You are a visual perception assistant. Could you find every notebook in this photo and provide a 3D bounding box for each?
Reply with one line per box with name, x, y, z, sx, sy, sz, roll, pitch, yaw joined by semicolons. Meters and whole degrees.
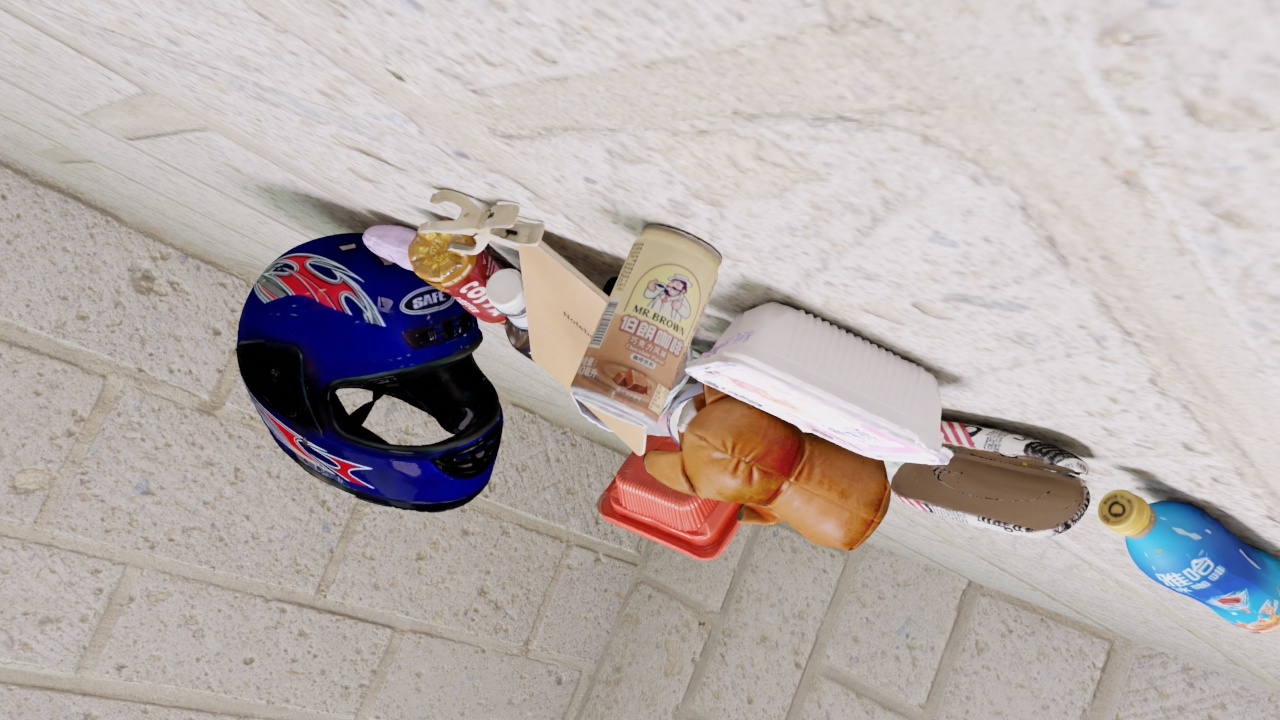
notebook;-0.046;-0.009;0.767;0.148;0.008;0.208;40;157;17

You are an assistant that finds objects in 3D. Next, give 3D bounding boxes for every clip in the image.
clip;-0.114;-0.099;0.700;0.105;0.034;0.081;11;165;23

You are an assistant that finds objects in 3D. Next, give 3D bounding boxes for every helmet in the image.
helmet;-0.285;-0.007;0.997;0.316;0.241;0.246;27;-147;24

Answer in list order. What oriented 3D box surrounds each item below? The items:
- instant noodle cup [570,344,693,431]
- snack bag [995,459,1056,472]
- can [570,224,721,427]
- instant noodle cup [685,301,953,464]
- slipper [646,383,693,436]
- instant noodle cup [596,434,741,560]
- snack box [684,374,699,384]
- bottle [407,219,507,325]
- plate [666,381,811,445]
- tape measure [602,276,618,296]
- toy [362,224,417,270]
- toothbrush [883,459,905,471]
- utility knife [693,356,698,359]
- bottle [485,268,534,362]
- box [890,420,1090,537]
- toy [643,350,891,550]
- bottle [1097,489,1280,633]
instant noodle cup;-0.005;0.005;0.856;0.111;0.111;0.121;24;164;-8
snack bag;0.322;0.112;0.854;0.110;0.038;0.191;13;172;4
can;0.004;-0.021;0.571;0.058;0.116;0.058;23;172;3
instant noodle cup;0.130;0.014;0.655;0.173;0.060;0.138;23;172;-9
slipper;0.064;0.074;1.013;0.275;0.054;0.114;6;147;36
instant noodle cup;0.048;0.142;1.125;0.189;0.164;0.079;15;142;34
snack box;0.062;0.052;1.141;0.178;0.045;0.182;22;172;6
bottle;-0.154;-0.075;0.866;0.057;0.057;0.175;20;172;19
plate;0.122;0.057;0.870;0.192;0.039;0.193;8;151;4
tape measure;-0.004;-0.044;0.724;0.057;0.039;0.057;15;174;45
toy;-0.223;-0.109;0.907;0.108;0.039;0.083;19;-170;16
toothbrush;0.277;0.107;0.966;0.224;0.027;0.027;26;145;-21
utility knife;0.116;0.030;0.979;0.031;0.021;0.198;7;159;43
bottle;-0.095;-0.039;0.887;0.044;0.080;0.195;67;-172;19
box;0.265;0.095;0.717;0.076;0.087;0.163;11;177;-37
toy;0.111;0.079;0.771;0.199;0.140;0.130;21;-170;-17
bottle;0.425;0.149;0.703;0.218;0.065;0.065;28;171;-27
